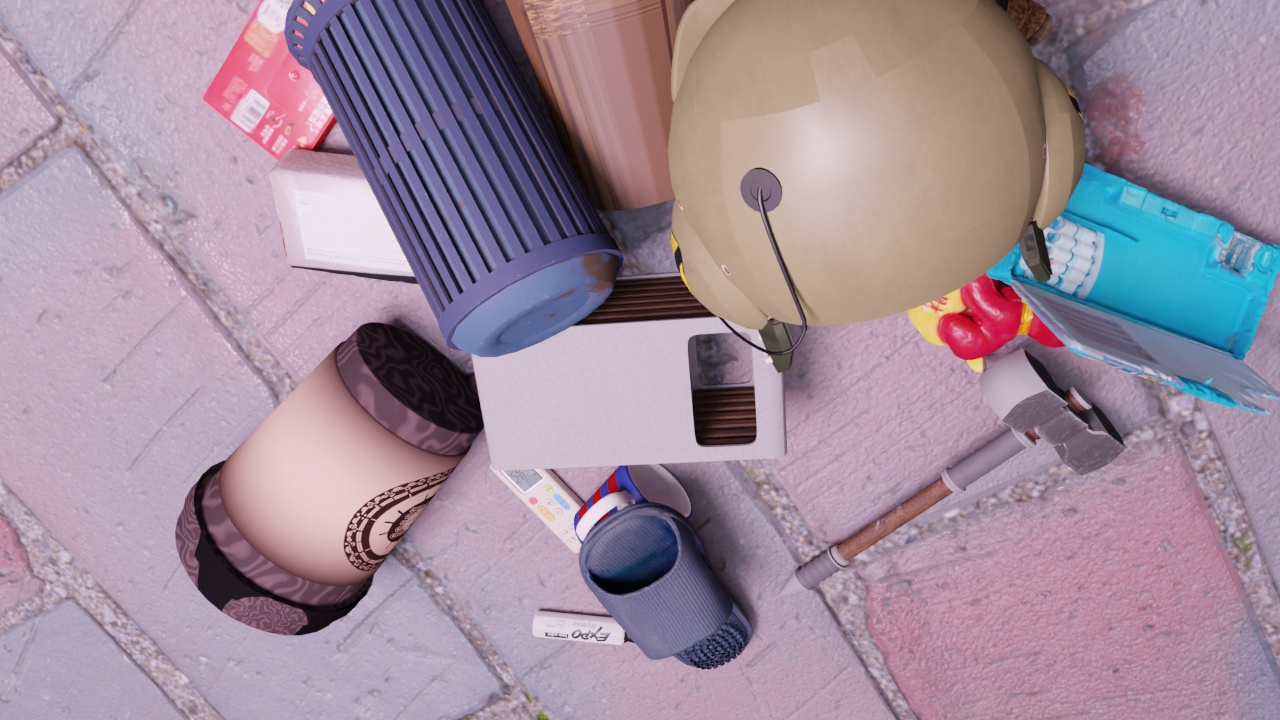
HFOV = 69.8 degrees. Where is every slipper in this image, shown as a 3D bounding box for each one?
[{"bbox_3d":[0.033,0.220,0.784,0.101,0.082,0.264,-28,133,6],"label":"slipper"}]

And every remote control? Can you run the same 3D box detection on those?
[{"bbox_3d":[-0.083,0.126,0.838,0.038,0.018,0.125,-38,104,18],"label":"remote control"}]

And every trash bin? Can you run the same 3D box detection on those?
[{"bbox_3d":[-0.119,-0.134,0.612,0.139,0.139,0.249,-31,81,17],"label":"trash bin"},{"bbox_3d":[-0.004,0.004,0.726,0.229,0.114,0.114,-3,113,7],"label":"trash bin"}]

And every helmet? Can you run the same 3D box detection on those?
[{"bbox_3d":[0.127,-0.137,0.563,0.250,0.255,0.233,-20,118,12],"label":"helmet"}]

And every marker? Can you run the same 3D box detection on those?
[{"bbox_3d":[-0.040,0.260,0.888,0.126,0.025,0.025,5,113,3],"label":"marker"}]

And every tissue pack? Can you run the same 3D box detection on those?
[{"bbox_3d":[-0.188,-0.118,0.726,0.181,0.071,0.104,8,129,4],"label":"tissue pack"}]

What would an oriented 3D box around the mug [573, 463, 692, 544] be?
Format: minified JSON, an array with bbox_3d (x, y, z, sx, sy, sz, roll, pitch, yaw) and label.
[{"bbox_3d":[-0.017,0.134,0.788,0.076,0.111,0.075,-49,65,21],"label":"mug"}]

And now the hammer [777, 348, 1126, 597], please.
[{"bbox_3d":[0.236,0.123,0.784,0.156,0.043,0.323,28,123,-32],"label":"hammer"}]

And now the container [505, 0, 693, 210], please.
[{"bbox_3d":[-0.014,-0.201,0.637,0.132,0.132,0.167,-11,117,10],"label":"container"}]

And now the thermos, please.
[{"bbox_3d":[-0.250,0.093,0.766,0.172,0.172,0.226,40,104,-12],"label":"thermos"}]

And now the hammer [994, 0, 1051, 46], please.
[{"bbox_3d":[0.127,-0.287,0.595,0.318,0.121,0.049,25,111,-10],"label":"hammer"}]

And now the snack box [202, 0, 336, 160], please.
[{"bbox_3d":[-0.265,-0.223,0.704,0.089,0.021,0.133,39,111,-11],"label":"snack box"}]

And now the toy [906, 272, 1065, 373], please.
[{"bbox_3d":[0.276,-0.039,0.712,0.137,0.067,0.106,10,117,9],"label":"toy"}]

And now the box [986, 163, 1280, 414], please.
[{"bbox_3d":[0.357,-0.039,0.646,0.227,0.172,0.084,16,154,-18],"label":"box"}]
